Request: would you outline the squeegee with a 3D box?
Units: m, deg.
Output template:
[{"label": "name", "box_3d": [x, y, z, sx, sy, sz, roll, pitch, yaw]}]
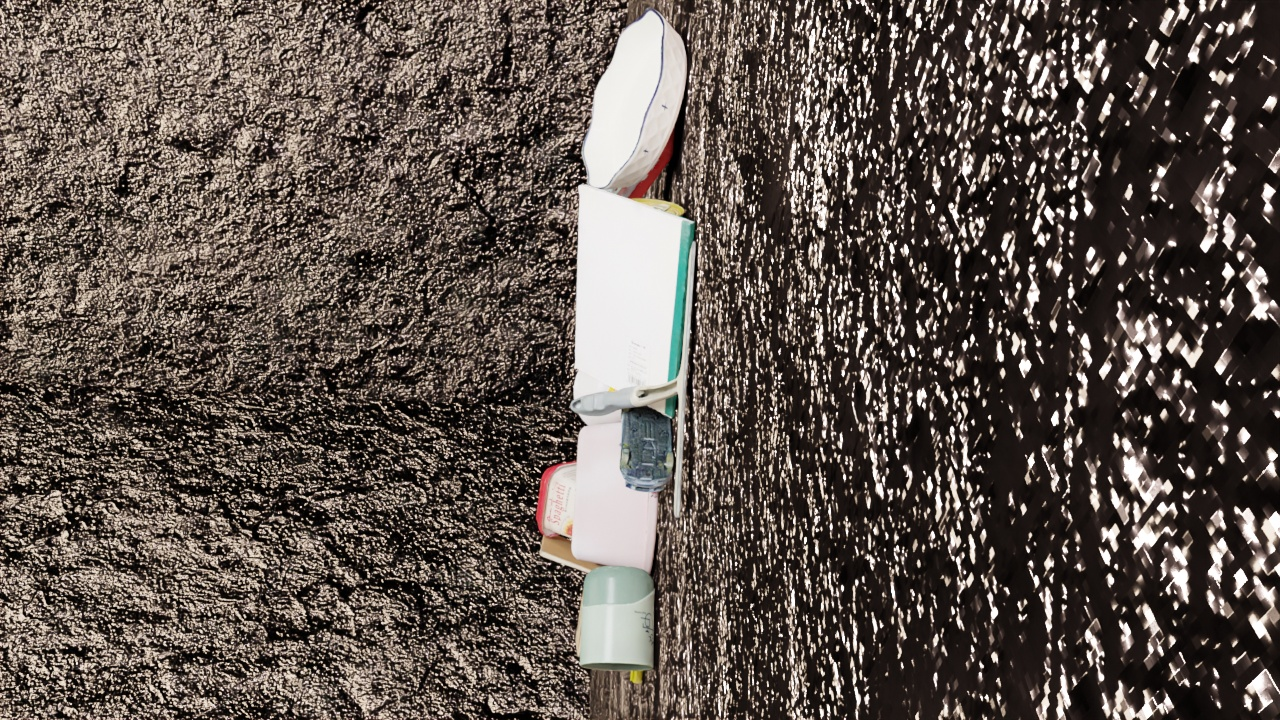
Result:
[{"label": "squeegee", "box_3d": [-0.003, 0.035, 0.914, 0.247, 0.039, 0.246, -18, 65, 60]}]

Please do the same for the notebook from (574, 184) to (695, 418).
[{"label": "notebook", "box_3d": [-0.013, -0.060, 0.932, 0.150, 0.012, 0.209, 26, 124, 37]}]

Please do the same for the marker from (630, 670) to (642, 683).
[{"label": "marker", "box_3d": [-0.001, 0.336, 1.134, 0.018, 0.015, 0.124, 132, 143, -85]}]

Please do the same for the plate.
[{"label": "plate", "box_3d": [-0.006, -0.292, 1.052, 0.205, 0.045, 0.204, -44, 39, 50]}]

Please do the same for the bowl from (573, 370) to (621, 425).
[{"label": "bowl", "box_3d": [-0.032, 0.046, 1.338, 0.065, 0.118, 0.118, 3, 91, 47]}]

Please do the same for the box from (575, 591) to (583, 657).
[{"label": "box", "box_3d": [-0.037, 0.332, 1.172, 0.168, 0.079, 0.091, 115, 164, -80]}]

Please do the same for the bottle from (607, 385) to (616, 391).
[{"label": "bottle", "box_3d": [-0.007, 0.006, 1.111, 0.063, 0.063, 0.109, -93, 7, -57]}]

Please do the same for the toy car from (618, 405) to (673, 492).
[{"label": "toy car", "box_3d": [0.005, 0.083, 0.958, 0.037, 0.054, 0.120, 99, 173, -45]}]

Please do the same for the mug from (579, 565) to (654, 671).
[{"label": "mug", "box_3d": [-0.019, 0.296, 1.046, 0.111, 0.082, 0.106, 41, -136, -54]}]

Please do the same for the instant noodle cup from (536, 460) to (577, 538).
[{"label": "instant noodle cup", "box_3d": [-0.078, 0.221, 1.387, 0.116, 0.124, 0.116, -4, -73, -49]}]

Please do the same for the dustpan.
[{"label": "dustpan", "box_3d": [0.008, 0.178, 1.181, 0.273, 0.139, 0.222, 17, -107, -65]}]

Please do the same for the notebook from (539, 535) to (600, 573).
[{"label": "notebook", "box_3d": [-0.078, 0.295, 1.365, 0.208, 0.148, 0.008, 150, 141, -85]}]

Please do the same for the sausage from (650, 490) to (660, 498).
[{"label": "sausage", "box_3d": [0.016, 0.085, 1.050, 0.020, 0.020, 0.155, 100, 172, -60]}]

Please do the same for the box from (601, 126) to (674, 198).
[{"label": "box", "box_3d": [-0.021, -0.224, 1.145, 0.202, 0.048, 0.087, -46, 33, 50]}]

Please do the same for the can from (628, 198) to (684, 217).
[{"label": "can", "box_3d": [0.004, -0.107, 0.964, 0.075, 0.075, 0.111, -96, 9, -66]}]
